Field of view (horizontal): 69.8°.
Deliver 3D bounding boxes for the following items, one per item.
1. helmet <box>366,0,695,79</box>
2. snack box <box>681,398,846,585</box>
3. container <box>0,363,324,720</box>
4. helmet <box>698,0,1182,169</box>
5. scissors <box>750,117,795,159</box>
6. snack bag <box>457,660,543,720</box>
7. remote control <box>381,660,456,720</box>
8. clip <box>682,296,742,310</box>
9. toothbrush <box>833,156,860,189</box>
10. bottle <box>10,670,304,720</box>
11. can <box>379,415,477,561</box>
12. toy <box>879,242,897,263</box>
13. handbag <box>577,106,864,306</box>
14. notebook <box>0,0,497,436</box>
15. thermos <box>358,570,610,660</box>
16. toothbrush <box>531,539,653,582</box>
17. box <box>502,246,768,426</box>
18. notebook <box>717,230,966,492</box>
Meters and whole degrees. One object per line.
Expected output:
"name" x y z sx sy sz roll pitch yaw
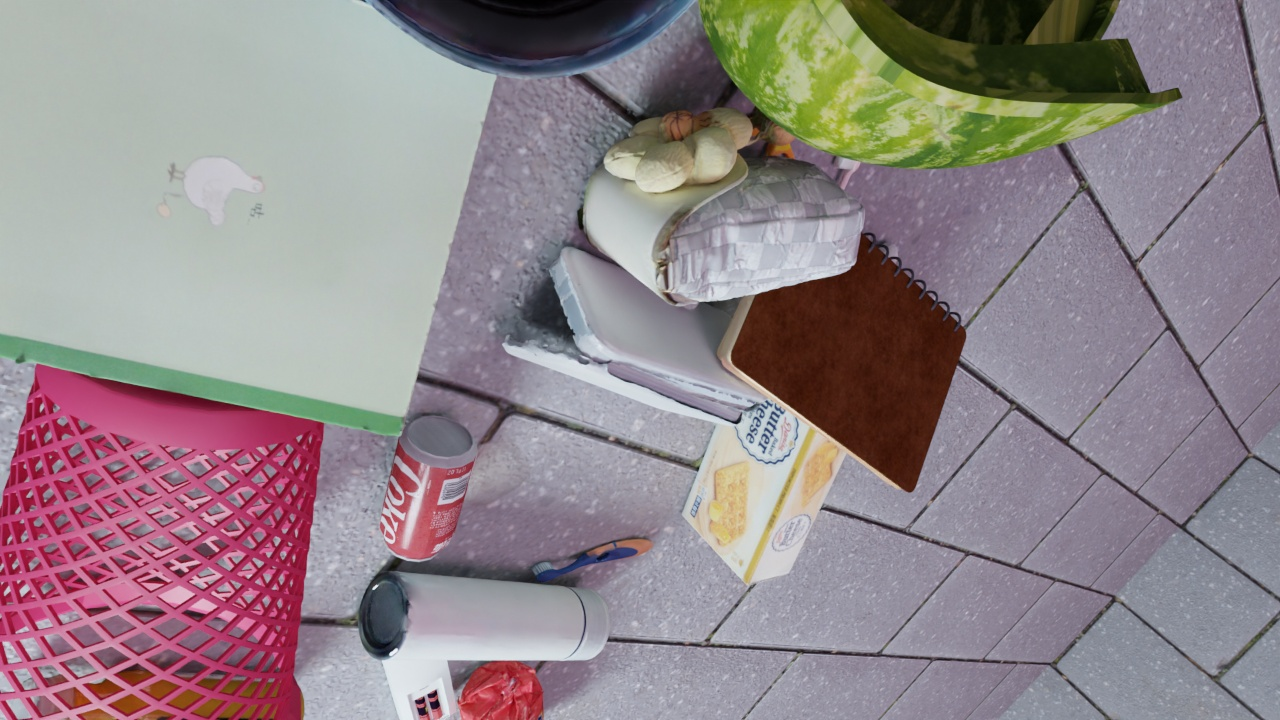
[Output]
"helmet" -0.056 -0.245 0.332 0.225 0.167 0.266 -33 138 -9
"snack box" 0.116 0.092 0.827 0.057 0.104 0.208 -9 129 -37
"container" -0.251 0.095 0.482 0.182 0.183 0.226 3 115 -41
"helmet" 0.151 -0.211 0.485 0.243 0.246 0.213 -4 106 10
"scissors" 0.105 -0.176 0.652 0.129 0.011 0.125 -41 142 -4
"snack bag" -0.132 0.361 0.881 0.082 0.082 0.177 -20 135 -26
"remote control" -0.191 0.279 0.798 0.049 0.024 0.144 -22 136 -24
"clip" 0.068 -0.070 0.690 0.101 0.038 0.054 -56 147 -10
"toothbrush" 0.142 -0.095 0.753 0.018 0.015 0.182 -2 126 -30
"bottle" -0.324 0.242 0.630 0.053 0.053 0.186 -51 140 9
"can" -0.150 0.091 0.642 0.054 0.054 0.097 -4 127 -38
"toy" 0.180 -0.067 0.784 0.125 0.037 0.076 -7 121 -52
"handbag" 0.060 -0.106 0.594 0.171 0.112 0.123 -10 120 -27
"notebook" -0.200 -0.078 0.369 0.252 0.010 0.182 14 99 -20
"thermos" -0.122 0.217 0.769 0.229 0.068 0.068 20 110 -48
"toothbrush" -0.042 0.182 0.847 0.134 0.017 0.022 -6 132 -39
"box" -0.008 0.011 0.669 0.110 0.107 0.216 -42 143 24
"notebook" 0.170 -0.017 0.730 0.225 0.024 0.167 34 71 -29
